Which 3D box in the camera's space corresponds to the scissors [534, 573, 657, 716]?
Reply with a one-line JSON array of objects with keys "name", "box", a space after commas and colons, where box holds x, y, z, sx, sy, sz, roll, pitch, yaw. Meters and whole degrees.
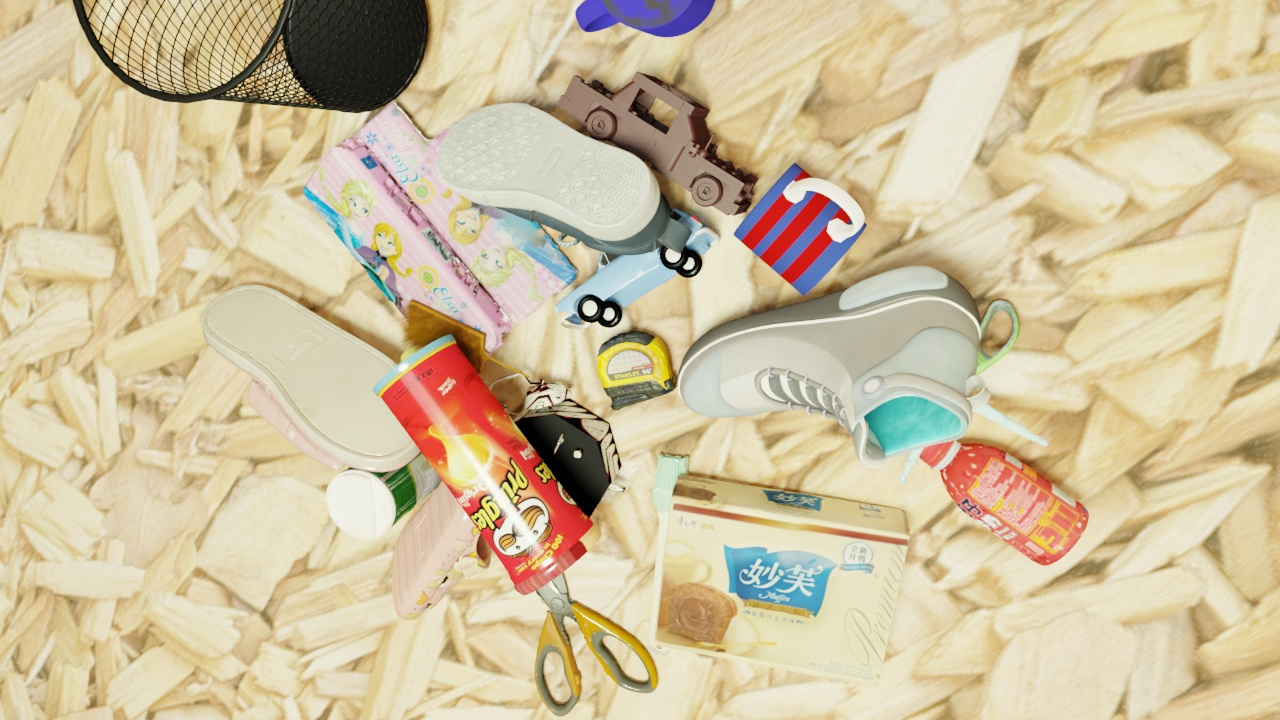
[{"name": "scissors", "box": [-0.084, 0.264, 0.922, 0.176, 0.016, 0.225, -38, 93, 20]}]

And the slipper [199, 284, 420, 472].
[{"name": "slipper", "box": [-0.304, 0.018, 0.854, 0.274, 0.113, 0.055, 35, 144, 22]}]

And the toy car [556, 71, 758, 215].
[{"name": "toy car", "box": [0.022, -0.184, 0.743, 0.170, 0.070, 0.062, 34, 110, 8]}]

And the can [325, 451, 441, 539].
[{"name": "can", "box": [-0.235, 0.114, 0.863, 0.067, 0.120, 0.067, 4, 106, 13]}]

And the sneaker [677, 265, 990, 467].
[{"name": "sneaker", "box": [0.133, 0.028, 0.706, 0.257, 0.160, 0.093, -18, 123, 28]}]

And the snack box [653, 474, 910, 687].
[{"name": "snack box", "box": [0.122, 0.196, 0.824, 0.207, 0.055, 0.153, 8, 108, 8]}]

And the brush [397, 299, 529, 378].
[{"name": "brush", "box": [-0.159, -0.010, 0.814, 0.126, 0.017, 0.048, 25, 128, 17]}]

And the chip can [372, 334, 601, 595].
[{"name": "chip can", "box": [-0.129, 0.087, 0.776, 0.087, 0.087, 0.213, -36, 91, 20]}]

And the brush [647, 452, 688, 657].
[{"name": "brush", "box": [0.024, 0.190, 0.878, 0.033, 0.012, 0.218, 7, 108, 12]}]

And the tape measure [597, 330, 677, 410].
[{"name": "tape measure", "box": [-0.005, 0.005, 0.819, 0.066, 0.037, 0.064, -19, 100, 16]}]

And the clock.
[{"name": "clock", "box": [-0.092, 0.083, 0.847, 0.115, 0.065, 0.154, -36, 95, 20]}]

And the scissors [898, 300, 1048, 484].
[{"name": "scissors", "box": [0.251, 0.025, 0.751, 0.173, 0.021, 0.171, 30, 90, 18]}]

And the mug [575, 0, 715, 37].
[{"name": "mug", "box": [0.000, -0.288, 0.712, 0.111, 0.083, 0.079, -22, 99, 19]}]

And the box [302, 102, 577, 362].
[{"name": "box", "box": [-0.186, -0.111, 0.822, 0.161, 0.061, 0.230, -38, 93, 20]}]

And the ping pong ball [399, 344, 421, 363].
[{"name": "ping pong ball", "box": [-0.208, 0.005, 0.869, 0.040, 0.040, 0.040, 4, 106, 13]}]

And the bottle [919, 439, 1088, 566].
[{"name": "bottle", "box": [0.293, 0.106, 0.759, 0.137, 0.061, 0.062, 37, 110, 9]}]

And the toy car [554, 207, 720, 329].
[{"name": "toy car", "box": [-0.006, -0.077, 0.784, 0.153, 0.056, 0.054, -32, 77, 15]}]

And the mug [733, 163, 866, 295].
[{"name": "mug", "box": [0.130, -0.109, 0.717, 0.076, 0.112, 0.074, 41, 72, 1]}]

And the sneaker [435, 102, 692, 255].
[{"name": "sneaker", "box": [-0.067, -0.144, 0.759, 0.236, 0.087, 0.089, 26, 85, 30]}]

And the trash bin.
[{"name": "trash bin", "box": [-0.278, -0.278, 0.708, 0.184, 0.209, 0.184, 2, 98, 16]}]

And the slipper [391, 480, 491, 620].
[{"name": "slipper", "box": [-0.178, 0.182, 0.886, 0.081, 0.093, 0.198, 15, 130, -28]}]
